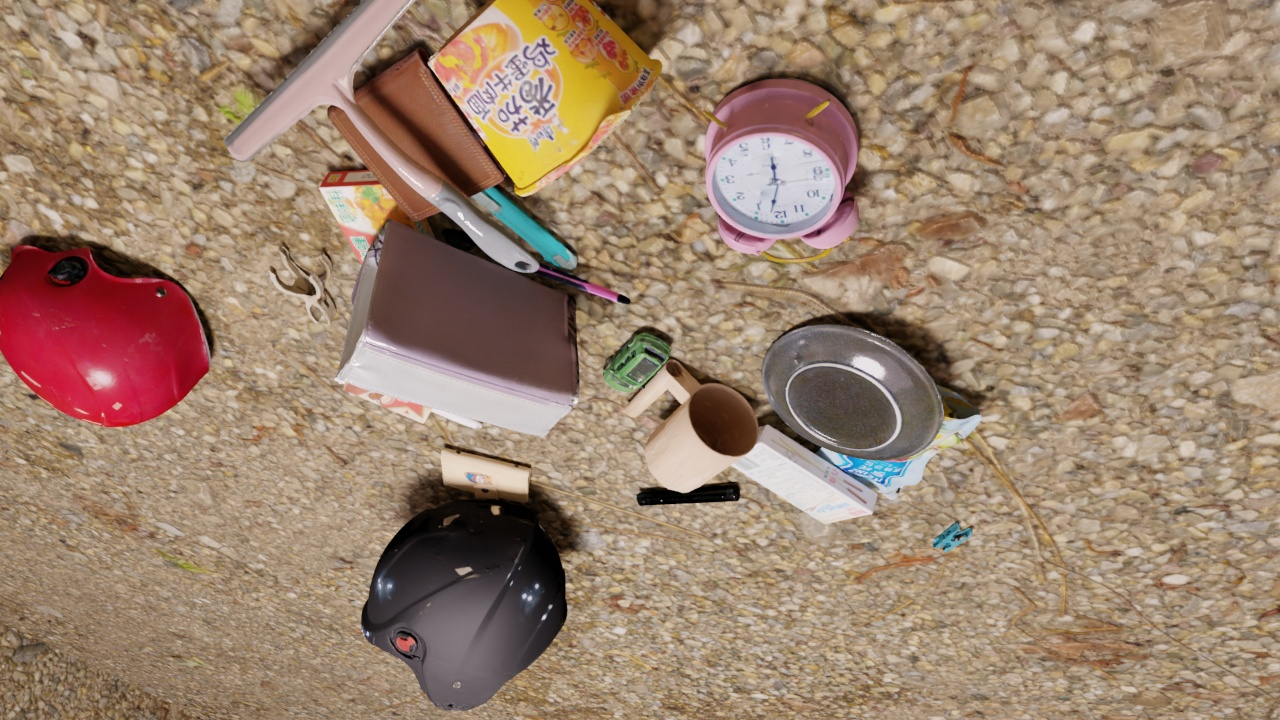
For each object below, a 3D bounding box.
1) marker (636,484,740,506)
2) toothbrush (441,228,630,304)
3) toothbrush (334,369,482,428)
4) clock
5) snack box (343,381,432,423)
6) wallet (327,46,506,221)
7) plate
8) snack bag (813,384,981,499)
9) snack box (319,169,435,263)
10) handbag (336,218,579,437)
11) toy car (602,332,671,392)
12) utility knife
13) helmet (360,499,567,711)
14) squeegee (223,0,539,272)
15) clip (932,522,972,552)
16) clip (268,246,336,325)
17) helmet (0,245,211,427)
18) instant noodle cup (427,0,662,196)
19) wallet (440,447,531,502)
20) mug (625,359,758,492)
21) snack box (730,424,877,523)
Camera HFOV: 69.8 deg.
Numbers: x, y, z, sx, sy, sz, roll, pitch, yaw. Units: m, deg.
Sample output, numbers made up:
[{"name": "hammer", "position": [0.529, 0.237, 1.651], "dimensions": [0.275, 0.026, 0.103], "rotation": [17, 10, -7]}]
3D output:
[{"name": "marker", "position": [0.057, 0.164, 1.112], "dimensions": [0.132, 0.020, 0.022], "rotation": [-8, 151, 27]}, {"name": "toothbrush", "position": [-0.098, -0.085, 0.855], "dimensions": [0.189, 0.014, 0.018], "rotation": [21, 152, 4]}, {"name": "toothbrush", "position": [-0.273, 0.048, 1.083], "dimensions": [0.180, 0.016, 0.016], "rotation": [21, 143, -8]}, {"name": "clock", "position": [0.109, -0.135, 0.707], "dimensions": [0.117, 0.059, 0.159], "rotation": [-1, 140, 20]}, {"name": "snack box", "position": [-0.247, -0.002, 0.966], "dimensions": [0.094, 0.076, 0.093], "rotation": [25, 140, -13]}, {"name": "wallet", "position": [-0.181, -0.182, 0.756], "dimensions": [0.101, 0.032, 0.124], "rotation": [-19, 126, 25]}, {"name": "plate", "position": [0.197, 0.040, 0.880], "dimensions": [0.179, 0.024, 0.180], "rotation": [21, 141, 18]}, {"name": "snack bag", "position": [0.255, 0.086, 0.943], "dimensions": [0.110, 0.038, 0.191], "rotation": [15, 144, -6]}, {"name": "snack box", "position": [-0.233, -0.111, 0.870], "dimensions": [0.077, 0.027, 0.156], "rotation": [1, 139, 16]}, {"name": "handbag", "position": [-0.160, -0.026, 0.832], "dimensions": [0.197, 0.144, 0.099], "rotation": [20, 144, -25]}, {"name": "toy car", "position": [-0.006, 0.005, 0.932], "dimensions": [0.043, 0.036, 0.091], "rotation": [27, 143, -16]}, {"name": "utility knife", "position": [-0.135, -0.143, 0.811], "dimensions": [0.216, 0.013, 0.029], "rotation": [39, 134, -26]}, {"name": "helmet", "position": [-0.229, 0.292, 1.196], "dimensions": [0.275, 0.233, 0.230], "rotation": [7, 114, 5]}, {"name": "squeegee", "position": [-0.172, -0.148, 0.739], "dimensions": [0.248, 0.040, 0.249], "rotation": [-31, 121, 28]}, {"name": "clip", "position": [0.363, 0.207, 1.070], "dimensions": [0.043, 0.014, 0.057], "rotation": [20, 142, -6]}, {"name": "clip", "position": [-0.352, -0.078, 0.946], "dimensions": [0.092, 0.034, 0.103], "rotation": [20, 149, -13]}, {"name": "helmet", "position": [-0.621, -0.014, 1.026], "dimensions": [0.240, 0.143, 0.208], "rotation": [21, 143, -6]}, {"name": "instant noodle cup", "position": [-0.070, -0.202, 0.636], "dimensions": [0.138, 0.137, 0.110], "rotation": [-24, 120, 38]}, {"name": "wallet", "position": [-0.199, 0.152, 1.179], "dimensions": [0.115, 0.024, 0.087], "rotation": [12, 143, 1]}, {"name": "mug", "position": [0.047, 0.070, 0.966], "dimensions": [0.124, 0.084, 0.104], "rotation": [45, 139, 2]}, {"name": "snack box", "position": [0.172, 0.127, 1.004], "dimensions": [0.156, 0.026, 0.085], "rotation": [32, 152, -15]}]
